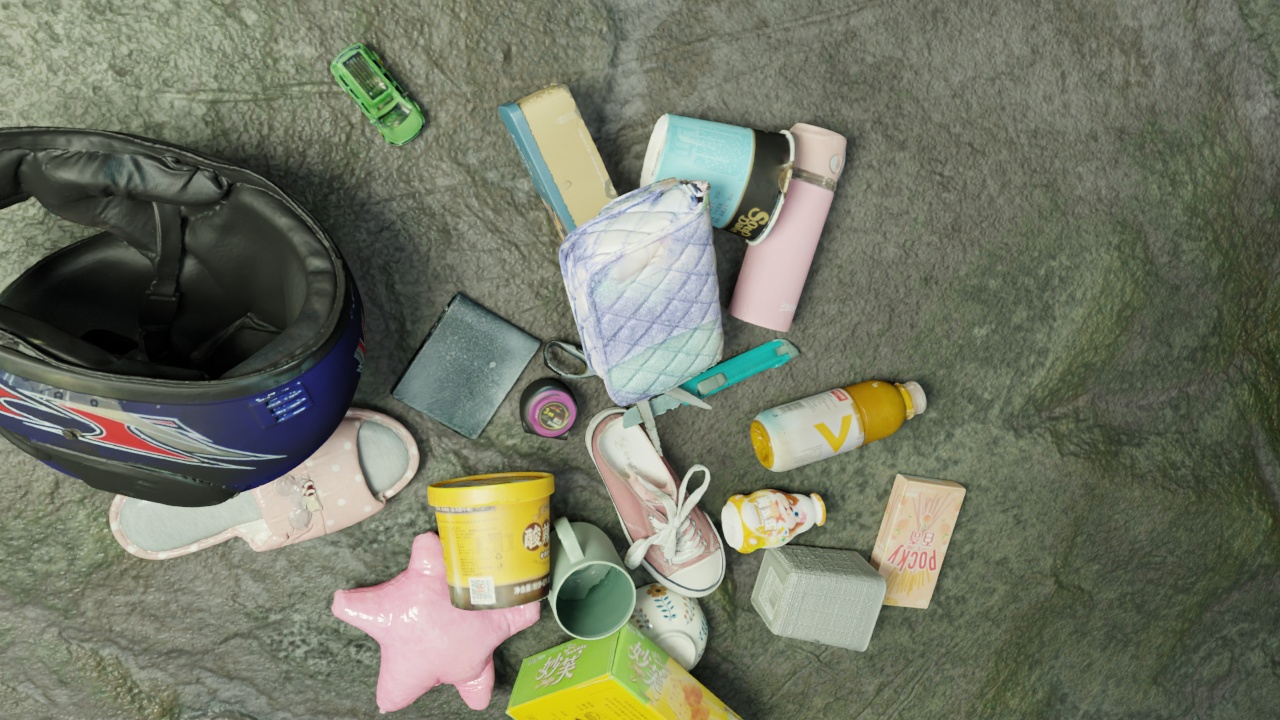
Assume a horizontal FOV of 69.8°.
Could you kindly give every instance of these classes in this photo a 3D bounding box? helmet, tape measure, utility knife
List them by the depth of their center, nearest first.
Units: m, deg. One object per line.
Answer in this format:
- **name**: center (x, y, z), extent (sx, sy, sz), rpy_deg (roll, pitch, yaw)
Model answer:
- **helmet**: center (-0.374, -0.018, 0.690), extent (0.315, 0.241, 0.246), rpy_deg (14, 56, -24)
- **tape measure**: center (-0.091, 0.046, 0.903), extent (0.057, 0.039, 0.058), rpy_deg (11, 107, -19)
- **utility knife**: center (0.074, 0.022, 0.937), extent (0.216, 0.013, 0.029), rpy_deg (-24, 89, -21)

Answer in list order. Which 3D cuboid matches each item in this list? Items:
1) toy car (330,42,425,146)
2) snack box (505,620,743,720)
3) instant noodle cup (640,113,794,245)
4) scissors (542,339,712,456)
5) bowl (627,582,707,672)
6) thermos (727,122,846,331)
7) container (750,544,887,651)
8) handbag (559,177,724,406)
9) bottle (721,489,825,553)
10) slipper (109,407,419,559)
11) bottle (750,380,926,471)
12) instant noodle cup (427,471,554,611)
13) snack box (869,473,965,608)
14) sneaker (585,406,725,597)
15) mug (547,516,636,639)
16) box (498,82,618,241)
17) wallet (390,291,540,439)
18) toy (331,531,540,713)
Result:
- **toy car**: center (-0.225, -0.227, 0.789), extent (0.043, 0.036, 0.091), rpy_deg (-41, 116, -4)
- **snack box**: center (-0.011, 0.376, 0.964), extent (0.158, 0.069, 0.210), rpy_deg (-30, 116, 31)
- **instant noodle cup**: center (0.067, -0.177, 0.856), extent (0.120, 0.111, 0.111), rpy_deg (14, 101, -12)
- **scissors**: center (-0.010, 0.006, 0.900), extent (0.181, 0.014, 0.159), rpy_deg (13, 85, -8)
- **bowl**: center (0.024, 0.306, 0.998), extent (0.113, 0.062, 0.113), rpy_deg (-4, 105, -15)
- **thermos**: center (0.152, -0.131, 0.916), extent (0.087, 0.067, 0.199), rpy_deg (6, 104, -50)
- **container**: center (0.194, 0.260, 1.022), extent (0.114, 0.090, 0.090), rpy_deg (12, 101, -16)
- **handbag**: center (0.007, -0.057, 0.807), extent (0.134, 0.075, 0.194), rpy_deg (-26, 141, -13)
- **bottle**: center (0.145, 0.170, 0.995), extent (0.108, 0.063, 0.063), rpy_deg (-8, 107, -15)
- **slipper**: center (-0.340, 0.118, 0.840), extent (0.274, 0.054, 0.114), rpy_deg (-14, 108, -12)
- **bottle**: center (0.214, 0.064, 0.982), extent (0.189, 0.068, 0.068), rpy_deg (-16, 109, -12)
- **instant noodle cup**: center (-0.137, 0.168, 0.865), extent (0.118, 0.118, 0.114), rpy_deg (-4, 88, -16)
- **snack box**: center (0.319, 0.213, 1.078), extent (0.084, 0.026, 0.157), rpy_deg (9, 102, -19)
- **sneaker**: center (0.023, 0.158, 0.941), extent (0.118, 0.088, 0.241), rpy_deg (-31, 110, -7)
- **mug**: center (-0.062, 0.204, 0.919), extent (0.082, 0.106, 0.112), rpy_deg (-24, 111, -8)
- **box**: center (-0.065, -0.166, 0.824), extent (0.060, 0.090, 0.184), rpy_deg (-30, 109, -5)
- **wallet**: center (-0.168, 0.008, 0.881), extent (0.097, 0.019, 0.121), rpy_deg (32, 96, -23)
- **toy**: center (-0.214, 0.271, 0.909), extent (0.194, 0.075, 0.178), rpy_deg (36, 85, -19)
